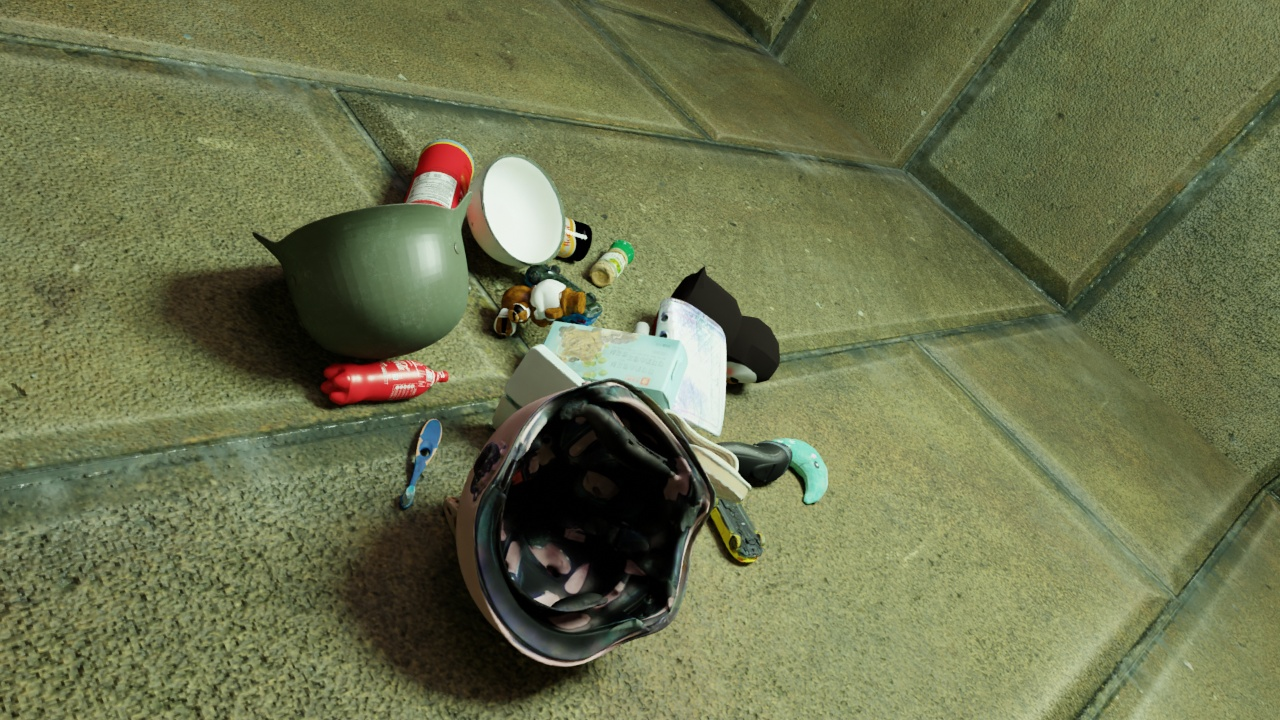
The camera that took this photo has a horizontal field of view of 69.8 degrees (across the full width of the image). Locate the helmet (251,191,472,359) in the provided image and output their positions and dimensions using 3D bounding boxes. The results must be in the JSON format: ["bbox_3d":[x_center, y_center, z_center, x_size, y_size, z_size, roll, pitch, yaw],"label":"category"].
[{"bbox_3d":[-0.268,-0.080,0.952,0.226,0.268,0.154,-13,86,-13],"label":"helmet"}]

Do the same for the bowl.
[{"bbox_3d":[-0.179,-0.198,1.254,0.153,0.073,0.153,13,72,-48],"label":"bowl"}]

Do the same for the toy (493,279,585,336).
[{"bbox_3d":[-0.125,-0.069,1.159,0.113,0.067,0.087,4,27,17],"label":"toy"}]

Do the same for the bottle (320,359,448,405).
[{"bbox_3d":[-0.265,0.021,0.968,0.141,0.042,0.042,-4,48,-46],"label":"bottle"}]

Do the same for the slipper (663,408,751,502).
[{"bbox_3d":[0.061,0.103,1.019,0.115,0.052,0.263,39,-7,-9],"label":"slipper"}]

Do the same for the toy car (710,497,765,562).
[{"bbox_3d":[0.110,0.193,1.098,0.049,0.030,0.106,5,44,-37],"label":"toy car"}]

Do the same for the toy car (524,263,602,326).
[{"bbox_3d":[-0.109,-0.089,1.265,0.120,0.044,0.056,39,31,14],"label":"toy car"}]

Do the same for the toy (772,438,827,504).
[{"bbox_3d":[0.221,0.146,1.270,0.105,0.033,0.084,46,44,17],"label":"toy"}]

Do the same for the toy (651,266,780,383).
[{"bbox_3d":[0.124,-0.041,1.325,0.184,0.140,0.158,30,31,-9],"label":"toy"}]

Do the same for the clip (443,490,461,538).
[{"bbox_3d":[-0.175,0.157,0.891,0.025,0.050,0.061,-9,93,-51],"label":"clip"}]

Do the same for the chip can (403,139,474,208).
[{"bbox_3d":[-0.278,-0.221,1.248,0.087,0.087,0.213,23,32,-19],"label":"chip can"}]

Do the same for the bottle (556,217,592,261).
[{"bbox_3d":[-0.162,-0.196,1.348,0.181,0.059,0.059,14,37,-30],"label":"bottle"}]

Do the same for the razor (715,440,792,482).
[{"bbox_3d":[0.136,0.125,1.197,0.140,0.053,0.063,11,27,-32],"label":"razor"}]

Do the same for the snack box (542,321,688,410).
[{"bbox_3d":[-0.036,0.007,1.094,0.175,0.053,0.074,9,59,22],"label":"snack box"}]

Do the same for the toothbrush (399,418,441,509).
[{"bbox_3d":[-0.221,0.099,0.927,0.021,0.017,0.134,28,32,-15],"label":"toothbrush"}]

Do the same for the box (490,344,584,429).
[{"bbox_3d":[-0.068,0.090,0.969,0.197,0.136,0.044,41,34,10],"label":"box"}]

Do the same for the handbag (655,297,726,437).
[{"bbox_3d":[0.052,0.014,1.172,0.126,0.069,0.158,31,58,-52],"label":"handbag"}]

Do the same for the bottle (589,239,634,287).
[{"bbox_3d":[-0.044,-0.150,1.413,0.043,0.043,0.110,34,31,0],"label":"bottle"}]

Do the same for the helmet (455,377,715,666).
[{"bbox_3d":[-0.070,0.144,0.841,0.230,0.153,0.254,41,61,-30],"label":"helmet"}]

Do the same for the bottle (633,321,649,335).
[{"bbox_3d":[-0.007,0.007,1.221,0.052,0.053,0.194,28,32,-11],"label":"bottle"}]
